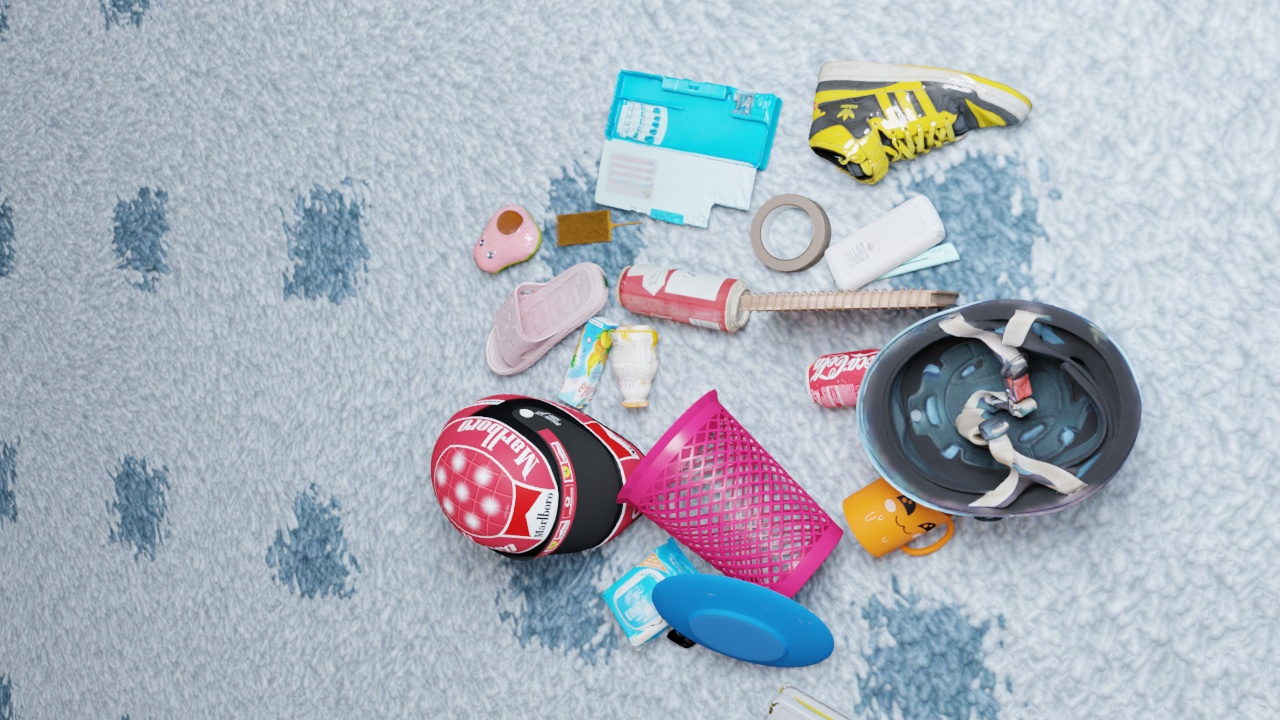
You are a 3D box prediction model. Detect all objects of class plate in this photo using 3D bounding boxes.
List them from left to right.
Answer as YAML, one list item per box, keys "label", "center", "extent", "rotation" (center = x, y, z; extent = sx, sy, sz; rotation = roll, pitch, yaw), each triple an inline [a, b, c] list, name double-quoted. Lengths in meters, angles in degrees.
- label: "plate"
  center: [0.117, 0.323, 1.098]
  extent: [0.225, 0.224, 0.024]
  rotation: [0, 49, 28]

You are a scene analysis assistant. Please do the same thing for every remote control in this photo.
- label: "remote control"
  center: [0.097, 0.326, 1.193]
  extent: [0.041, 0.020, 0.152]
  rotation: [36, 114, -22]
- label: "remote control"
  center: [0.281, -0.134, 1.066]
  extent: [0.139, 0.025, 0.060]
  rotation: [-31, 62, 26]

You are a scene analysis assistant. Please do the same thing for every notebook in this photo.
- label: "notebook"
  center: [0.233, -0.066, 1.021]
  extent: [0.211, 0.168, 0.022]
  rotation: [0, 93, 28]

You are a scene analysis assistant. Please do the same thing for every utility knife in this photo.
- label: "utility knife"
  center: [0.309, -0.111, 1.067]
  extent: [0.121, 0.015, 0.022]
  rotation: [-15, 82, 31]

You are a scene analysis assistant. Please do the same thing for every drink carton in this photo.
- label: "drink carton"
  center: [-0.072, 0.003, 1.257]
  extent: [0.038, 0.044, 0.129]
  rotation: [27, 103, 24]

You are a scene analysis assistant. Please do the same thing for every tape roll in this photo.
- label: "tape roll"
  center: [0.183, -0.155, 1.120]
  extent: [0.094, 0.030, 0.093]
  rotation: [2, 93, 28]

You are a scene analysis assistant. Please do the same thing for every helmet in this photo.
- label: "helmet"
  center: [-0.149, 0.154, 1.201]
  extent: [0.271, 0.224, 0.198]
  rotation: [23, 107, 26]
- label: "helmet"
  center: [0.366, 0.050, 0.957]
  extent: [0.266, 0.166, 0.225]
  rotation: [-8, 89, 23]

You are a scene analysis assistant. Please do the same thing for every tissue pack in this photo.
- label: "tissue pack"
  center: [0.017, 0.313, 1.216]
  extent: [0.145, 0.061, 0.093]
  rotation: [-44, 73, 22]

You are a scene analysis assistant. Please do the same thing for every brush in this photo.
- label: "brush"
  center: [-0.061, -0.184, 1.254]
  extent: [0.127, 0.017, 0.048]
  rotation: [-1, 92, 28]

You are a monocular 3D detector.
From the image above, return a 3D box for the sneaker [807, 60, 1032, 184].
- label: "sneaker"
  center: [0.297, -0.256, 1.022]
  extent: [0.239, 0.086, 0.122]
  rotation: [18, 95, 30]

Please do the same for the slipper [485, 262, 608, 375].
- label: "slipper"
  center: [-0.146, -0.062, 1.260]
  extent: [0.240, 0.064, 0.094]
  rotation: [-32, 64, 34]

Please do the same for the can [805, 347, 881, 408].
- label: "can"
  center: [0.252, 0.021, 1.075]
  extent: [0.105, 0.064, 0.064]
  rotation: [-8, 89, 28]

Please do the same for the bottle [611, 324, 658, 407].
- label: "bottle"
  center: [-0.007, 0.007, 1.212]
  extent: [0.063, 0.063, 0.109]
  rotation: [1, 94, 28]

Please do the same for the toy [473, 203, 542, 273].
- label: "toy"
  center: [-0.191, -0.167, 1.305]
  extent: [0.110, 0.051, 0.090]
  rotation: [-42, 73, 24]

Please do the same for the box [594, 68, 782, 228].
- label: "box"
  center: [0.053, -0.267, 1.178]
  extent: [0.227, 0.039, 0.182]
  rotation: [18, 102, 26]

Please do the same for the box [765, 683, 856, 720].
- label: "box"
  center: [0.255, 0.472, 1.120]
  extent: [0.210, 0.044, 0.066]
  rotation: [24, 116, 24]

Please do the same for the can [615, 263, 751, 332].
- label: "can"
  center: [0.055, -0.081, 1.172]
  extent: [0.170, 0.067, 0.067]
  rotation: [12, 98, 27]

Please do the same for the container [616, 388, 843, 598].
- label: "container"
  center: [0.116, 0.177, 1.104]
  extent: [0.226, 0.182, 0.183]
  rotation: [41, 110, 12]

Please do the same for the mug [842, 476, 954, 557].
- label: "mug"
  center: [0.306, 0.182, 1.057]
  extent: [0.096, 0.077, 0.112]
  rotation: [-37, 107, 24]
